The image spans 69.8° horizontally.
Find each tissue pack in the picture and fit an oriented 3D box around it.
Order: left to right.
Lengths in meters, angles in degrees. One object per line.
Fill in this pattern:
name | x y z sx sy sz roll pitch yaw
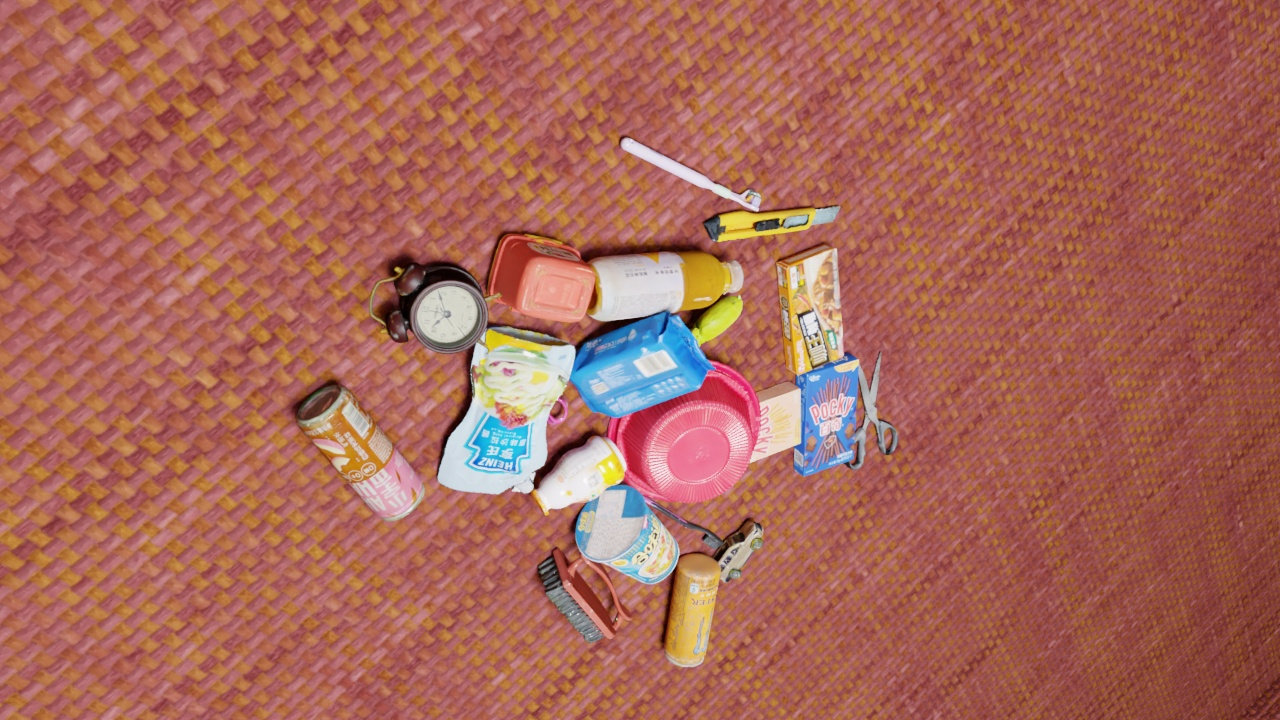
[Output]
tissue pack | -0.006 0.006 1.009 0.157 0.052 0.095 -21 130 21

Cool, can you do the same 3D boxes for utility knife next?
utility knife | 0.158 -0.163 1.071 0.192 0.015 0.033 -11 119 -25

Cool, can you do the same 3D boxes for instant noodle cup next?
instant noodle cup | -0.008 0.218 1.107 0.099 0.099 0.110 -46 134 -4
instant noodle cup | 0.061 0.097 1.079 0.193 0.066 0.194 -6 115 -12

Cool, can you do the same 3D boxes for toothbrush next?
toothbrush | 0.044 0.204 1.176 0.018 0.014 0.189 -47 126 11
toothbrush | 0.057 -0.202 0.994 0.189 0.029 0.021 16 140 -33

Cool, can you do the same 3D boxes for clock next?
clock | -0.201 -0.051 0.890 0.121 0.055 0.082 11 107 -25

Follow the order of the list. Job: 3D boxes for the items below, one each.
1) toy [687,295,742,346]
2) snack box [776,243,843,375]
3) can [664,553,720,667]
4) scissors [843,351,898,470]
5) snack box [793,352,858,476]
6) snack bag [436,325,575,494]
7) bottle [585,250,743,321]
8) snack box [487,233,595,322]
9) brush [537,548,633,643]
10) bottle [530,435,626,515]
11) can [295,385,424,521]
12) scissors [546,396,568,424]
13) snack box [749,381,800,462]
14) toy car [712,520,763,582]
toy | 0.077 -0.039 1.052 0.100 0.096 0.031 -38 86 18
snack box | 0.212 -0.063 1.141 0.075 0.026 0.154 -22 121 -19
can | 0.068 0.331 1.219 0.058 0.058 0.146 -4 114 -28
scissors | 0.320 0.076 1.277 0.170 0.014 0.159 29 93 -34
snack box | 0.247 0.073 1.222 0.084 0.026 0.157 -15 118 -23
snack bag | -0.143 0.060 0.979 0.110 0.039 0.191 9 110 -27
bottle | 0.026 -0.084 0.999 0.189 0.068 0.068 -8 115 -29
snack box | -0.097 -0.078 0.925 0.091 0.080 0.082 8 108 -33
brush | -0.062 0.291 1.124 0.069 0.063 0.146 -30 125 1
bottle | -0.072 0.133 1.045 0.108 0.063 0.063 -31 123 -14
can | -0.277 0.093 0.914 0.058 0.058 0.147 -36 124 -11
scissors | -0.136 0.029 0.995 0.077 0.017 0.137 -32 120 -3
snack box | 0.134 0.089 1.166 0.157 0.026 0.084 -17 119 -22
toy car | 0.131 0.253 1.228 0.035 0.042 0.090 35 98 -17
